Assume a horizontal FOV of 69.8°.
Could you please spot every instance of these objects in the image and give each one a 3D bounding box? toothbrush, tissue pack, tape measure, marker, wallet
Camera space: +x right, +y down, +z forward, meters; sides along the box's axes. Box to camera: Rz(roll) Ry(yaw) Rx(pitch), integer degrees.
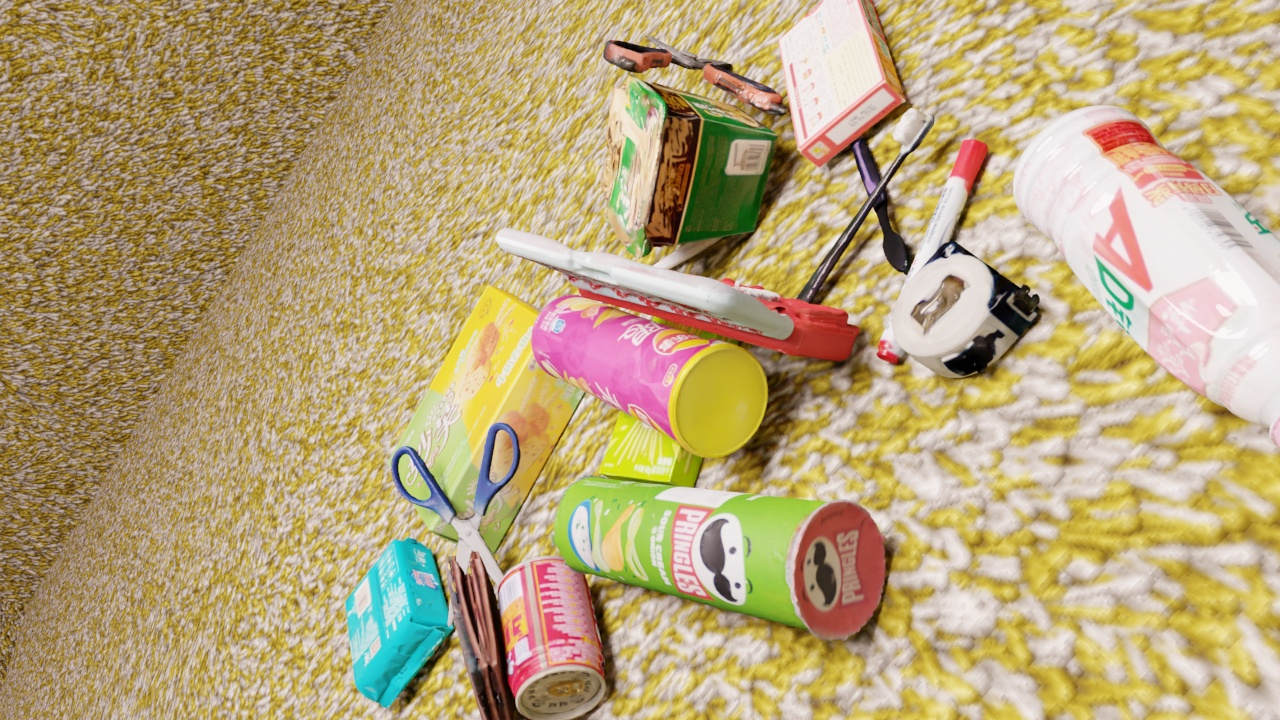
[{"bbox_3d":[0.010,-0.072,0.787,0.181,0.016,0.016,-30,46,36],"label":"toothbrush"},{"bbox_3d":[-0.221,0.235,0.836,0.093,0.050,0.133,-52,34,11],"label":"tissue pack"},{"bbox_3d":[0.174,-0.025,0.505,0.066,0.033,0.065,-52,32,13],"label":"tape measure"},{"bbox_3d":[0.175,-0.066,0.550,0.017,0.017,0.145,13,77,57],"label":"marker"},{"bbox_3d":[-0.112,0.213,0.661,0.101,0.032,0.125,-113,15,-49],"label":"wallet"},{"bbox_3d":[0.133,-0.082,0.601,0.181,0.018,0.015,-60,26,20],"label":"toothbrush"},{"bbox_3d":[0.158,-0.120,0.622,0.014,0.016,0.188,-36,37,30],"label":"toothbrush"}]

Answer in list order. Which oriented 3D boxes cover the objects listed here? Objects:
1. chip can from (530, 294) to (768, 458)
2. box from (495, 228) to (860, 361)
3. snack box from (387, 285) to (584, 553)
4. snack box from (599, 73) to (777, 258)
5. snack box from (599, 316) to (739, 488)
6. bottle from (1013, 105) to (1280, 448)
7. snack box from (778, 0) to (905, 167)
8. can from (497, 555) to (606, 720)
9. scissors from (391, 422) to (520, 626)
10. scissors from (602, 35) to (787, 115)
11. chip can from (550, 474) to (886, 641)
[{"bbox_3d":[-0.004,0.004,0.642,0.211,0.071,0.071,22,84,57],"label":"chip can"},{"bbox_3d":[0.020,-0.042,0.584,0.201,0.157,0.039,19,99,42],"label":"box"},{"bbox_3d":[-0.138,0.048,0.846,0.210,0.070,0.158,-60,33,1],"label":"snack box"},{"bbox_3d":[0.038,-0.150,0.702,0.117,0.105,0.118,-120,34,-54],"label":"snack box"},{"bbox_3d":[0.026,0.018,0.682,0.086,0.026,0.156,-1,64,53],"label":"snack box"},{"bbox_3d":[0.239,-0.035,0.398,0.068,0.068,0.196,-44,40,25],"label":"bottle"},{"bbox_3d":[0.147,-0.220,0.690,0.077,0.027,0.155,-36,37,34],"label":"snack box"},{"bbox_3d":[-0.062,0.191,0.633,0.067,0.066,0.093,-47,35,21],"label":"can"},{"bbox_3d":[-0.143,0.126,0.754,0.162,0.012,0.174,31,92,14],"label":"scissors"},{"bbox_3d":[0.036,-0.242,0.751,0.225,0.188,0.015,46,126,46],"label":"scissors"},{"bbox_3d":[0.034,0.111,0.560,0.237,0.072,0.072,-4,63,54],"label":"chip can"}]
